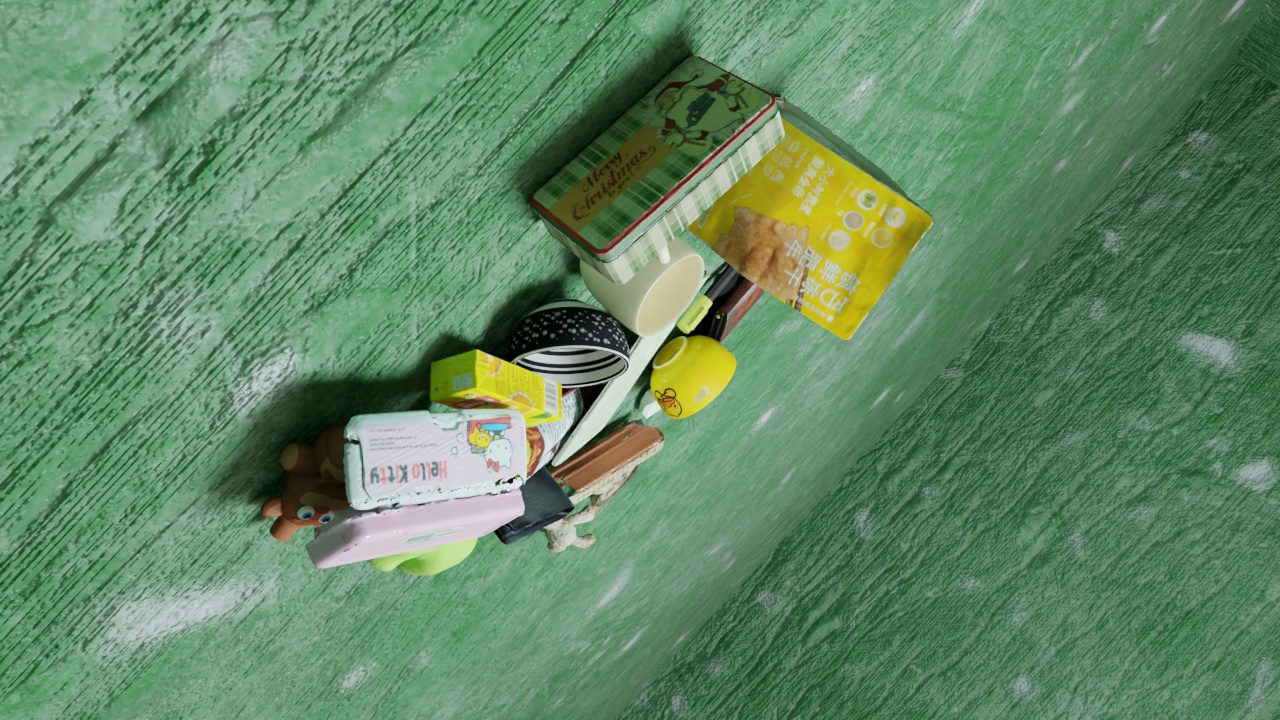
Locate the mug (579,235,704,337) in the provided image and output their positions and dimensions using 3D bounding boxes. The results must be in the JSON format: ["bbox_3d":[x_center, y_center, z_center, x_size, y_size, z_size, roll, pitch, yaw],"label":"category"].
[{"bbox_3d":[-0.006,-0.096,0.880,0.096,0.100,0.120,-40,154,-22],"label":"mug"}]

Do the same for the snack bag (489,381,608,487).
[{"bbox_3d":[-0.093,0.077,1.064,0.207,0.066,0.139,-32,154,-45],"label":"snack bag"}]

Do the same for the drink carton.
[{"bbox_3d":[-0.136,0.031,0.876,0.059,0.043,0.134,-14,158,27],"label":"drink carton"}]

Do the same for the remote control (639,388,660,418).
[{"bbox_3d":[0.054,0.029,1.285,0.143,0.024,0.050,-33,162,-28],"label":"remote control"}]

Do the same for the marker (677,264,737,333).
[{"bbox_3d":[0.091,-0.085,1.151,0.123,0.021,0.017,-51,130,-14],"label":"marker"}]

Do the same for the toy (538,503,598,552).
[{"bbox_3d":[-0.118,0.222,1.269,0.085,0.074,0.106,-11,148,28],"label":"toy"}]

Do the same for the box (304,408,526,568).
[{"bbox_3d":[-0.175,0.115,0.787,0.201,0.077,0.146,0,122,-55],"label":"box"}]

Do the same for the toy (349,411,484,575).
[{"bbox_3d":[-0.215,0.149,0.923,0.150,0.107,0.197,-37,164,-18],"label":"toy"}]

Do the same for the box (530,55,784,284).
[{"bbox_3d":[0.015,-0.165,0.779,0.205,0.117,0.051,-42,140,-7],"label":"box"}]

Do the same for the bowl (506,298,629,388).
[{"bbox_3d":[-0.072,-0.023,0.906,0.120,0.066,0.120,-4,160,-1],"label":"bowl"}]

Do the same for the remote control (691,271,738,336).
[{"bbox_3d":[0.094,-0.056,1.226,0.041,0.020,0.152,-26,148,-42],"label":"remote control"}]

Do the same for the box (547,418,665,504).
[{"bbox_3d":[-0.053,0.129,1.208,0.186,0.082,0.042,-27,139,-36],"label":"box"}]

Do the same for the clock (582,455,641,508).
[{"bbox_3d":[-0.054,0.156,1.271,0.093,0.054,0.140,-51,164,12],"label":"clock"}]

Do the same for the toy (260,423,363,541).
[{"bbox_3d":[-0.275,0.110,0.792,0.128,0.065,0.095,-50,141,10],"label":"toy"}]

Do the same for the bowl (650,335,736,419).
[{"bbox_3d":[0.058,0.011,1.187,0.117,0.067,0.117,-37,-159,17],"label":"bowl"}]

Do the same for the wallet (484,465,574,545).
[{"bbox_3d":[-0.140,0.158,1.079,0.114,0.089,0.026,-17,149,-51],"label":"wallet"}]

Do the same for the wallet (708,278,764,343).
[{"bbox_3d":[0.136,-0.079,1.227,0.122,0.019,0.072,-47,161,-33],"label":"wallet"}]

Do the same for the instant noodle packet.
[{"bbox_3d":[0.174,-0.147,0.957,0.084,0.221,0.163,-22,148,-52],"label":"instant noodle packet"}]

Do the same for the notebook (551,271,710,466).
[{"bbox_3d":[-0.007,0.006,1.100,0.253,0.010,0.181,-55,172,19],"label":"notebook"}]
